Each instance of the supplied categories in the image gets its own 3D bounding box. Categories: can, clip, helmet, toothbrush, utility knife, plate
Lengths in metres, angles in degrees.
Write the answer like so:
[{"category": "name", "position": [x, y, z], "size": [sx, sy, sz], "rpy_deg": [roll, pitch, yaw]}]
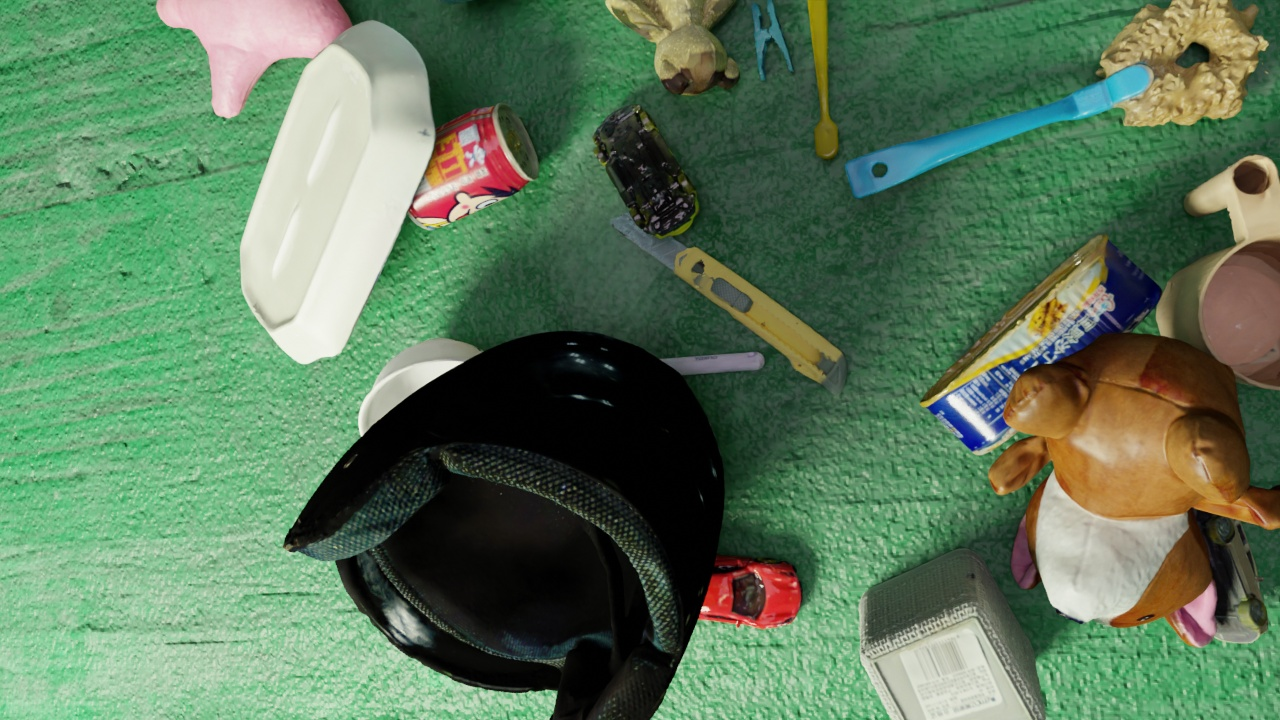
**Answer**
[{"category": "can", "position": [0.244, -0.008, 0.565], "size": [0.049, 0.074, 0.148], "rpy_deg": [46, 103, 7]}, {"category": "clip", "position": [0.089, -0.224, 0.638], "size": [0.040, 0.014, 0.056], "rpy_deg": [-14, 87, 16]}, {"category": "helmet", "position": [-0.072, 0.109, 0.586], "size": [0.233, 0.229, 0.276], "rpy_deg": [47, 137, -11]}, {"category": "toothbrush", "position": [0.122, -0.231, 0.628], "size": [0.016, 0.016, 0.190], "rpy_deg": [-4, 89, 18]}, {"category": "utility knife", "position": [0.063, -0.047, 0.652], "size": [0.207, 0.021, 0.031], "rpy_deg": [38, 95, 17]}, {"category": "can", "position": [-0.130, -0.144, 0.678], "size": [0.094, 0.066, 0.066], "rpy_deg": [-21, 85, 16]}, {"category": "toothbrush", "position": [-0.004, 0.004, 0.669], "size": [0.189, 0.029, 0.021], "rpy_deg": [-3, 130, 15]}, {"category": "plate", "position": [-0.239, -0.122, 0.684], "size": [0.162, 0.034, 0.266], "rpy_deg": [46, 117, 30]}]

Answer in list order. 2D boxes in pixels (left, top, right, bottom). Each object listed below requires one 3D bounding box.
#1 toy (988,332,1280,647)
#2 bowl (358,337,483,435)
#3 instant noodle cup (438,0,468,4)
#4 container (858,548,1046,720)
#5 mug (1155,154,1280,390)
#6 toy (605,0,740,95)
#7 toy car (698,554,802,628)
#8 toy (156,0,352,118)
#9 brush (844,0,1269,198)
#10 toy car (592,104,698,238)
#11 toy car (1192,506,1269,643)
[{"category": "toy", "position": [0.267, 0.085, 0.512], "size": [0.140, 0.200, 0.130], "rpy_deg": [25, 58, 35]}, {"category": "bowl", "position": [-0.149, 0.022, 0.681], "size": [0.118, 0.118, 0.064], "rpy_deg": [-34, 43, 15]}, {"category": "instant noodle cup", "position": [-0.101, -0.307, 0.651], "size": [0.121, 0.111, 0.111], "rpy_deg": [-7, 89, 24]}, {"category": "container", "position": [0.189, 0.183, 0.564], "size": [0.090, 0.114, 0.090], "rpy_deg": [-30, 83, 15]}, {"category": "mug", "position": [0.342, -0.046, 0.518], "size": [0.084, 0.103, 0.124], "rpy_deg": [-15, 87, 16]}, {"category": "toy", "position": [0.017, -0.257, 0.640], "size": [0.105, 0.066, 0.157], "rpy_deg": [-15, 81, -26]}, {"category": "toy car", "position": [0.060, 0.162, 0.647], "size": [0.106, 0.031, 0.049], "rpy_deg": [3, 93, 15]}, {"category": "toy", "position": [-0.295, -0.281, 0.723], "size": [0.178, 0.074, 0.195], "rpy_deg": [37, 104, 9]}, {"category": "brush", "position": [0.253, -0.156, 0.568], "size": [0.255, 0.045, 0.083], "rpy_deg": [-19, 89, 11]}, {"category": "toy car", "position": [0.005, -0.135, 0.657], "size": [0.048, 0.032, 0.105], "rpy_deg": [-34, 70, 15]}, {"category": "toy car", "position": [0.348, 0.124, 0.552], "size": [0.035, 0.042, 0.090], "rpy_deg": [-13, 83, -23]}]
